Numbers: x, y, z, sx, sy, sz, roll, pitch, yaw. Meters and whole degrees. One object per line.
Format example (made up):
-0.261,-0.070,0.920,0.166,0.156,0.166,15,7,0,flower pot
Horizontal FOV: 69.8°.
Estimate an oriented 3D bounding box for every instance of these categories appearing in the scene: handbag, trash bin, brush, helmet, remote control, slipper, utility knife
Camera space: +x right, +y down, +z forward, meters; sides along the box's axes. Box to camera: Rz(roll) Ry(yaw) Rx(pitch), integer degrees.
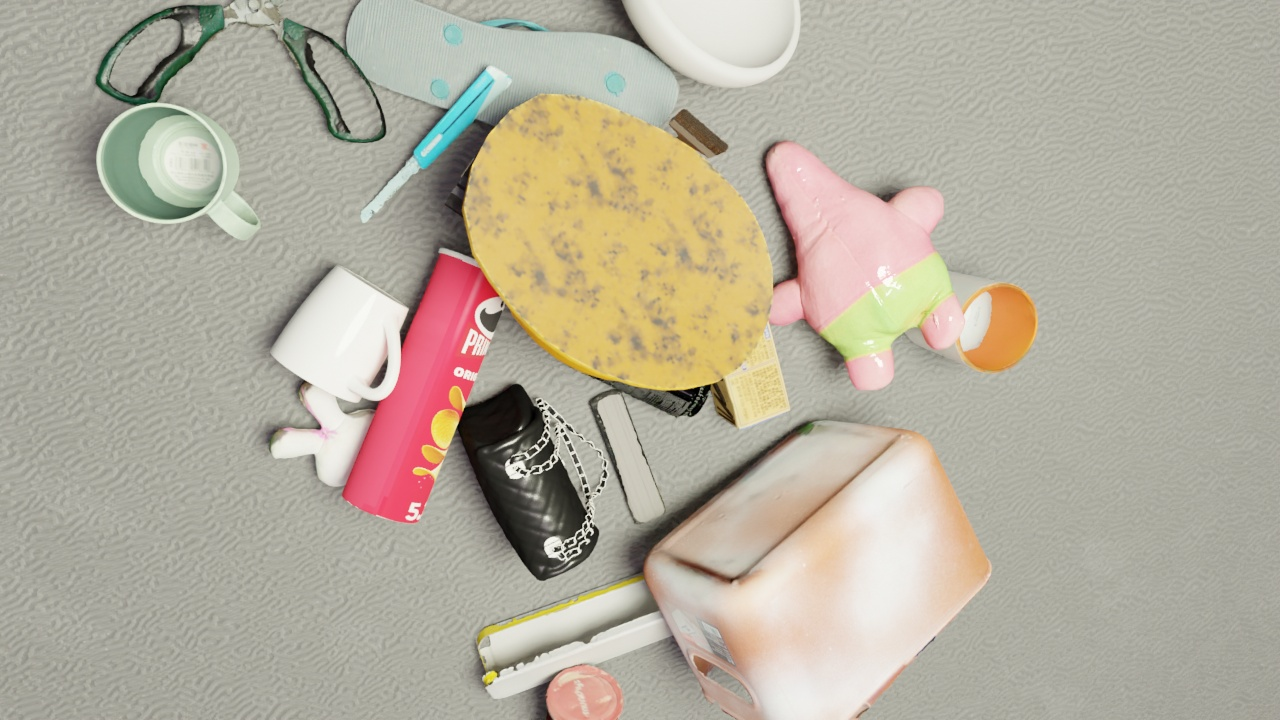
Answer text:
-0.080,0.101,0.795,0.114,0.125,0.154,-22,107,-8,handbag
0.153,0.179,0.816,0.259,0.182,0.157,-34,106,-23,trash bin
0.037,-0.177,0.747,0.045,0.143,0.008,38,90,-10,brush
-0.032,-0.075,0.733,0.255,0.132,0.204,34,66,-14,helmet
-0.011,0.092,0.869,0.033,0.013,0.136,-22,109,-7,remote control
-0.104,-0.231,0.757,0.268,0.054,0.098,11,105,-4,slipper
-0.169,-0.171,0.746,0.177,0.015,0.022,-42,99,18,utility knife

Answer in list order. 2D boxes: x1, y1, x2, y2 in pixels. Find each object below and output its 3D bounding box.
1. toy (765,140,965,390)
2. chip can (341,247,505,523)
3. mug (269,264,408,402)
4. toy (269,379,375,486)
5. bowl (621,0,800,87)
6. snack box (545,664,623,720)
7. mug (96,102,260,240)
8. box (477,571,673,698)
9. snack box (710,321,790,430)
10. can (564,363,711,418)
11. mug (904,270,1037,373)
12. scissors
0.186,-0.096,0.828,0.192,0.096,0.236,-34,88,16,toy
-0.176,0.021,0.766,0.069,0.069,0.220,22,89,-17,chip can
-0.230,-0.016,0.743,0.087,0.114,0.081,-58,151,-2,mug
-0.255,0.073,0.792,0.122,0.038,0.079,42,77,-28,toy
0.045,-0.296,0.744,0.176,0.066,0.176,10,71,-33,bowl
-0.057,0.357,0.871,0.072,0.072,0.121,-1,124,-13,snack box
-0.333,-0.136,0.689,0.084,0.104,0.111,-43,108,-1,mug
-0.051,0.265,0.883,0.210,0.070,0.067,-17,128,-10,box
0.078,-0.044,0.836,0.056,0.057,0.207,-19,106,-10,snack box
-0.005,0.005,0.827,0.137,0.054,0.054,26,96,-18,can
0.306,-0.039,0.864,0.082,0.105,0.082,-3,104,-14,mug
-0.300,-0.229,0.715,0.202,0.015,0.203,-39,105,3,scissors
